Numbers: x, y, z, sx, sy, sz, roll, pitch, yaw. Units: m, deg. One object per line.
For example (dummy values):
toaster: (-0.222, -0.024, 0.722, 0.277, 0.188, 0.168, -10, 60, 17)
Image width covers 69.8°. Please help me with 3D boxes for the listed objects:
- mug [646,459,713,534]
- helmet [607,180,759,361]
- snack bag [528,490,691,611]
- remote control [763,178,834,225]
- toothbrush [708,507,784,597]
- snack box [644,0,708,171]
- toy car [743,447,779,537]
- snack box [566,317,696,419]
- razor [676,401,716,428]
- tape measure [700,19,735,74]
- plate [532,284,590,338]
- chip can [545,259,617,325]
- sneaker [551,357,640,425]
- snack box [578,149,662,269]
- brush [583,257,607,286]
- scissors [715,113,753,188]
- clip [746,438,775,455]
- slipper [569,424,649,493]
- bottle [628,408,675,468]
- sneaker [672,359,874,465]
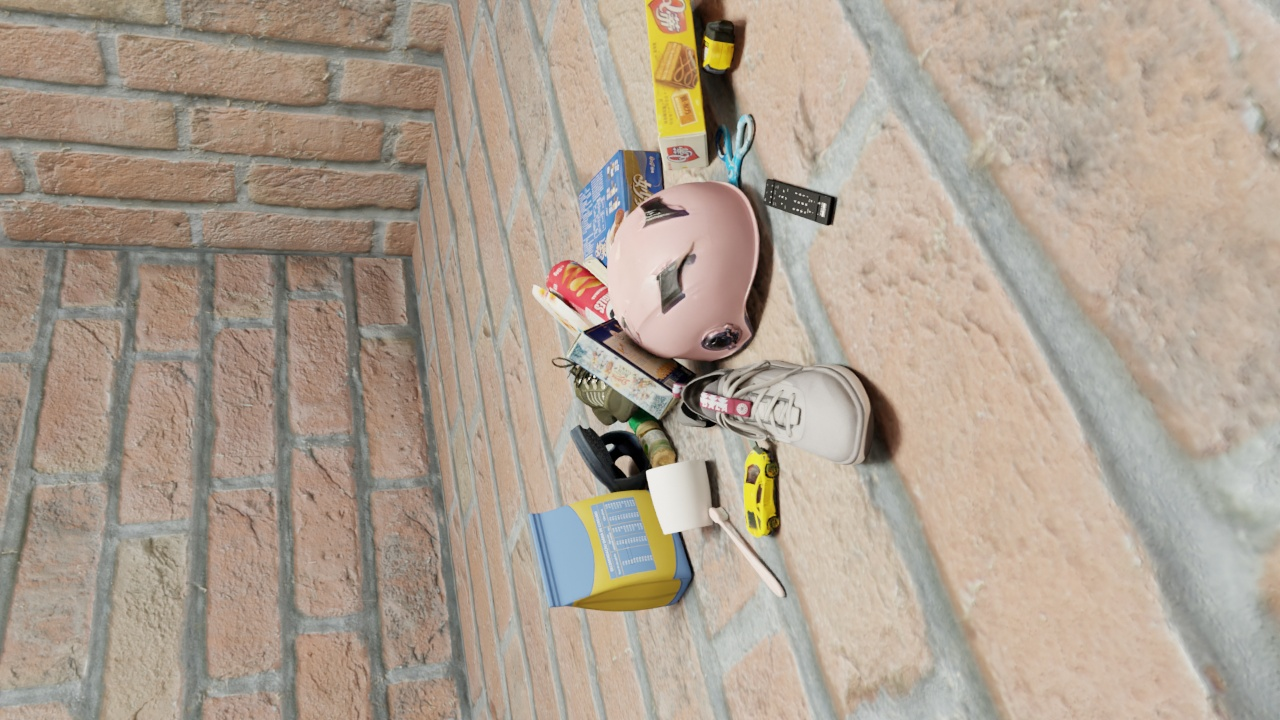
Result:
mug: (0.058, 0.187, 1.252, 0.114, 0.081, 0.087, 43, -145, -77)
helmet: (0.044, -0.116, 1.166, 0.256, 0.152, 0.229, 141, 126, -60)
snack bag: (-0.049, 0.279, 1.331, 0.102, 0.205, 0.158, 111, 149, -43)
remote control: (0.174, -0.177, 1.020, 0.140, 0.009, 0.030, -139, 52, -62)
toothbrush: (0.132, 0.235, 1.137, 0.181, 0.018, 0.016, -132, 45, -55)
snack box: (0.047, -0.379, 1.205, 0.110, 0.062, 0.230, 60, -156, -78)
toy car: (0.141, 0.156, 1.091, 0.049, 0.030, 0.107, 174, 96, -69)
snack box: (-0.007, 0.007, 1.203, 0.043, 0.145, 0.144, -58, -8, 16)
razor: (0.079, 0.064, 1.212, 0.057, 0.060, 0.156, -52, -4, -14)
tape measure: (0.099, -0.394, 1.158, 0.065, 0.037, 0.064, -113, 30, -71)
plate: (-0.104, -0.051, 1.528, 0.016, 0.187, 0.187, -48, 25, -5)
chip can: (-0.054, -0.085, 1.414, 0.233, 0.073, 0.073, 35, 125, 42)
sneaker: (-0.053, 0.018, 1.403, 0.143, 0.101, 0.238, 46, 162, -6)
snack box: (-0.032, -0.223, 1.449, 0.203, 0.069, 0.155, 155, 113, -67)
brush: (-0.033, -0.107, 1.367, 0.217, 0.033, 0.012, 45, 158, 48)
scissors: (0.113, -0.245, 1.169, 0.114, 0.013, 0.140, -136, 47, -61)
clip: (0.140, 0.076, 1.099, 0.049, 0.023, 0.078, -37, 32, 14)
slipper: (-0.029, 0.151, 1.393, 0.101, 0.082, 0.264, 59, -179, 26)
bottle: (0.018, 0.119, 1.379, 0.111, 0.043, 0.043, -121, 36, -50)
sneaker: (0.137, 0.049, 0.966, 0.263, 0.128, 0.097, -158, 68, -65)
